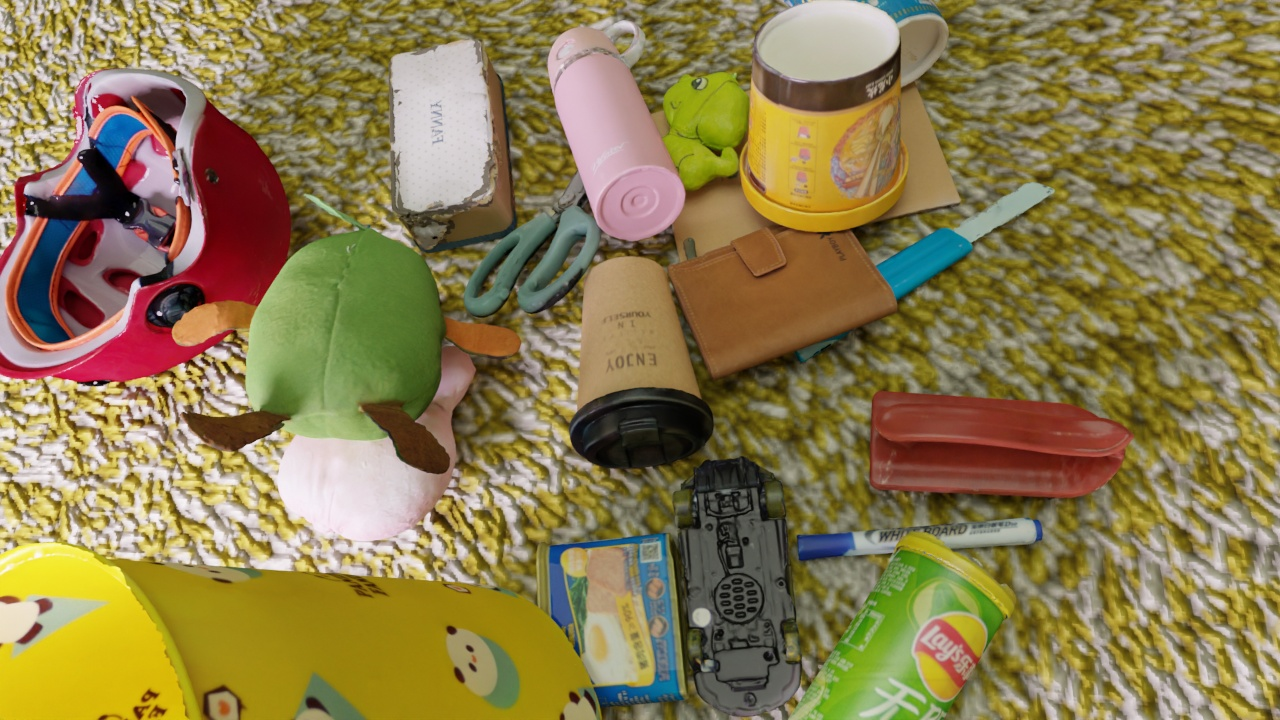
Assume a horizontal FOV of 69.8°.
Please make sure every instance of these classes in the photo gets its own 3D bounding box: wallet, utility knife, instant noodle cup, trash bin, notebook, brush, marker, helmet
[{"bbox_3d":[0.092,-0.052,0.636,0.130,0.035,0.119,-22,53,1],"label":"wallet"},{"bbox_3d":[0.195,-0.068,0.640,0.218,0.018,0.034,-31,62,-3],"label":"utility knife"},{"bbox_3d":[0.174,-0.265,0.691,0.099,0.099,0.109,-23,64,0],"label":"instant noodle cup"},{"bbox_3d":[0.125,-0.169,0.625,0.118,0.115,0.118,-5,50,6],"label":"instant noodle cup"},{"bbox_3d":[-0.161,0.201,0.428,0.230,0.255,0.229,-6,77,30],"label":"trash bin"},{"bbox_3d":[0.118,-0.155,0.702,0.208,0.008,0.147,-13,64,5],"label":"notebook"},{"bbox_3d":[0.214,0.051,0.555,0.146,0.069,0.063,3,67,12],"label":"brush"},{"bbox_3d":[0.170,0.110,0.565,0.146,0.017,0.016,-6,65,8],"label":"marker"},{"bbox_3d":[-0.360,-0.082,0.688,0.207,0.144,0.240,28,87,31],"label":"helmet"}]

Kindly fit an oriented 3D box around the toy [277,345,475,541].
[{"bbox_3d":[-0.178,0.051,0.639,0.121,0.054,0.159,13,57,16],"label":"toy"}]

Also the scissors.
[{"bbox_3d":[-0.054,-0.097,0.681,0.144,0.019,0.179,10,55,46],"label":"scissors"}]

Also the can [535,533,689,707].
[{"bbox_3d":[-0.016,0.159,0.558,0.083,0.057,0.102,-7,65,5],"label":"can"}]

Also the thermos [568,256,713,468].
[{"bbox_3d":[-0.004,0.004,0.611,0.093,0.093,0.143,-10,57,6],"label":"thermos"}]

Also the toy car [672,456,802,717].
[{"bbox_3d":[0.059,0.135,0.561,0.070,0.042,0.158,-6,64,8],"label":"toy car"}]

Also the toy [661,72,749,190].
[{"bbox_3d":[0.048,-0.177,0.702,0.097,0.031,0.100,39,83,27],"label":"toy"}]

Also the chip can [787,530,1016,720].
[{"bbox_3d":[0.118,0.203,0.502,0.072,0.072,0.221,33,75,22],"label":"chip can"}]

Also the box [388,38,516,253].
[{"bbox_3d":[-0.153,-0.180,0.738,0.090,0.061,0.184,-9,62,6],"label":"box"}]

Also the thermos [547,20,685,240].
[{"bbox_3d":[-0.016,-0.183,0.688,0.087,0.067,0.198,-32,48,17],"label":"thermos"}]

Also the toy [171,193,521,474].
[{"bbox_3d":[-0.193,-0.014,0.607,0.227,0.090,0.246,5,38,-10],"label":"toy"}]
